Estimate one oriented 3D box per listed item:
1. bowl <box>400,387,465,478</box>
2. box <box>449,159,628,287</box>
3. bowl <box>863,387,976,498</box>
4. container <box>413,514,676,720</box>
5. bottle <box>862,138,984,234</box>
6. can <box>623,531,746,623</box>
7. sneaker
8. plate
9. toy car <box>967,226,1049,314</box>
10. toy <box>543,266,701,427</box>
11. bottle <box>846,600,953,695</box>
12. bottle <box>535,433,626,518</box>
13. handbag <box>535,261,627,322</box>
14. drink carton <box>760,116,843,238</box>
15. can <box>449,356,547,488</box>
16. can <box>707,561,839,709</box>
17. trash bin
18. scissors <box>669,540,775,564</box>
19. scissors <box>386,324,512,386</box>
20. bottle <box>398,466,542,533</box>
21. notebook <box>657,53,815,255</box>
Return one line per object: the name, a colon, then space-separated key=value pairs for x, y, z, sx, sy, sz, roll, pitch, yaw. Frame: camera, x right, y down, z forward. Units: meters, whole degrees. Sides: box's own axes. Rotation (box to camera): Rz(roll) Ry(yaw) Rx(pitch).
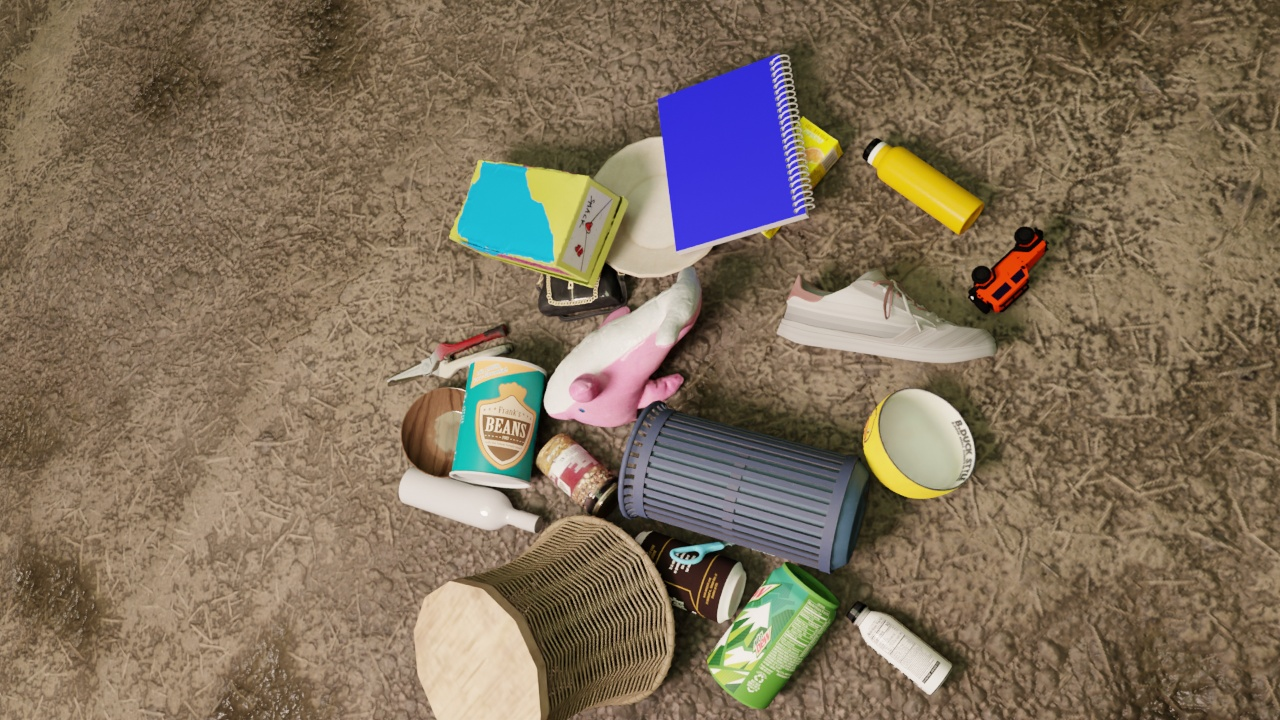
bowl: x=-0.251 y=0.096 z=1.203 sx=0.119 sy=0.032 sz=0.119 roll=0 pitch=75 yaw=0
box: x=-0.134 y=-0.177 z=1.155 sx=0.221 sy=0.079 sz=0.124 roll=16 pitch=85 yaw=42
bowl: x=0.288 y=0.095 z=0.978 sx=0.117 sy=0.068 sz=0.117 roll=9 pitch=60 yaw=-16
container: x=-0.109 y=0.304 z=1.004 sx=0.227 sy=0.195 sz=0.227 roll=7 pitch=101 yaw=37
bottle: x=0.315 y=-0.200 z=1.035 sx=0.143 sy=0.043 sz=0.043 roll=42 pitch=98 yaw=21
can: x=0.051 y=0.247 z=1.055 sx=0.129 sy=0.072 sz=0.072 roll=16 pitch=88 yaw=22
sneaker: x=0.268 y=-0.054 z=1.003 sx=0.236 sy=0.099 sz=0.089 roll=9 pitch=99 yaw=24
plate: x=0.022 y=-0.189 z=1.146 sx=0.189 sy=0.027 sz=0.188 roll=-4 pitch=74 yaw=15
toy car: x=0.397 y=-0.095 z=0.984 sx=0.100 sy=0.051 sz=0.049 roll=-44 pitch=67 yaw=10
toy: x=-0.006 y=0.006 z=1.091 sx=0.128 sy=0.186 sz=0.266 roll=40 pitch=125 yaw=-15
bottle: x=0.273 y=0.302 z=0.979 sx=0.116 sy=0.041 sz=0.041 roll=37 pitch=96 yaw=21
bottle: x=-0.073 y=0.142 z=1.127 sx=0.105 sy=0.056 sz=0.056 roll=38 pitch=96 yaw=22
handbag: x=-0.077 y=-0.098 z=1.172 sx=0.129 sy=0.054 sz=0.079 roll=-9 pitch=68 yaw=22
drink carton: x=0.173 y=-0.216 z=1.093 sx=0.058 sy=0.043 sz=0.135 roll=43 pitch=97 yaw=24
can: x=-0.175 y=0.079 z=1.140 sx=0.099 sy=0.099 sz=0.143 roll=1 pitch=73 yaw=21
can: x=0.145 y=0.300 z=1.005 sx=0.083 sy=0.083 sz=0.144 roll=38 pitch=96 yaw=21
trash bin: x=0.117 y=0.140 z=1.012 sx=0.250 sy=0.139 sz=0.139 roll=13 pitch=87 yaw=21
scissors: x=0.088 y=0.207 z=1.041 sx=0.139 sy=0.117 sz=0.015 roll=11 pitch=119 yaw=29
scissors: x=-0.263 y=-0.006 z=1.243 sx=0.189 sy=0.015 sz=0.140 roll=15 pitch=89 yaw=22
bottle: x=-0.215 y=0.184 z=1.176 sx=0.195 sy=0.052 sz=0.052 roll=13 pitch=87 yaw=22
notebook: x=0.110 y=-0.246 z=1.093 sx=0.172 sy=0.022 sz=0.209 roll=-14 pitch=72 yaw=24
